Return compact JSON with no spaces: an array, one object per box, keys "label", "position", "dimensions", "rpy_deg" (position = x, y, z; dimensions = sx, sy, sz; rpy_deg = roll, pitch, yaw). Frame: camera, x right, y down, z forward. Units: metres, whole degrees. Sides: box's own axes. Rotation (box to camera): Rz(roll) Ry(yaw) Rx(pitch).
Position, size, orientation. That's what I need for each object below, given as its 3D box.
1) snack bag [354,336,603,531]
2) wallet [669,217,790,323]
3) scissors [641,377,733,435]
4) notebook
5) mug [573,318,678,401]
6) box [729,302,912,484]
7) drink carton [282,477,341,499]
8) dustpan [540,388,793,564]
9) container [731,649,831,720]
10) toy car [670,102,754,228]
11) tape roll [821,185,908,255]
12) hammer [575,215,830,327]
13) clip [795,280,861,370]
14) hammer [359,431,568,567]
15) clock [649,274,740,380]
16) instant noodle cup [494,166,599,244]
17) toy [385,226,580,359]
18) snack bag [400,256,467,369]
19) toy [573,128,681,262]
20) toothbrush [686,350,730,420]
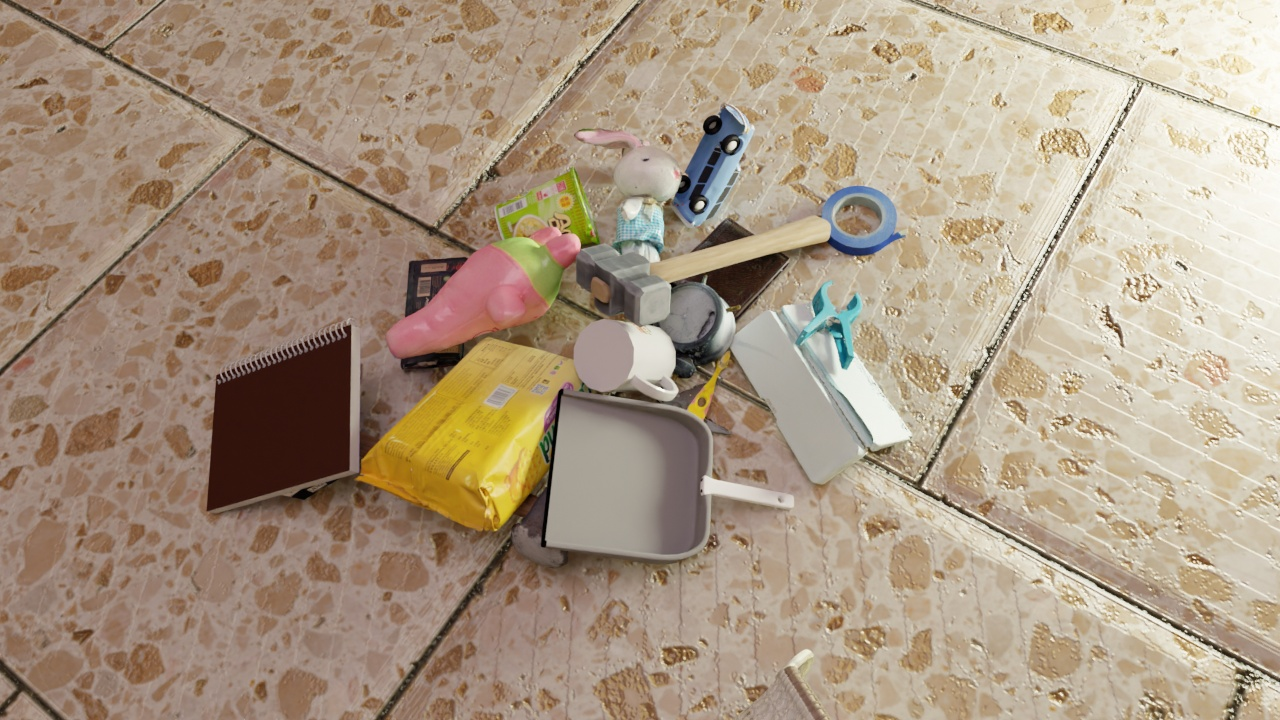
[{"label":"snack bag","position":[-0.159,0.066,0.956],"dimensions":[0.160,0.068,0.246],"rpy_deg":[17,45,22]},{"label":"wallet","position":[0.105,-0.107,1.095],"dimensions":[0.099,0.031,0.119],"rpy_deg":[38,70,19]},{"label":"scissors","position":[-0.005,0.066,1.013],"dimensions":[0.202,0.015,0.203],"rpy_deg":[24,59,17]},{"label":"notebook","position":[-0.388,0.061,0.995],"dimensions":[0.210,0.022,0.171],"rpy_deg":[-17,66,24]},{"label":"mug","position":[-0.006,0.006,0.975],"dimensions":[0.105,0.089,0.074],"rpy_deg":[44,109,24]},{"label":"box","position":[0.194,0.029,1.008],"dimensions":[0.125,0.075,0.197],"rpy_deg":[-15,61,-24]},{"label":"drink carton","position":[-0.374,0.084,1.016],"dimensions":[0.064,0.040,0.130],"rpy_deg":[-30,60,19]},{"label":"dustpan","position":[0.035,0.126,0.933],"dimensions":[0.257,0.033,0.163],"rpy_deg":[13,64,-18]},{"label":"container","position":[0.151,0.381,0.744],"dimensions":[0.143,0.184,0.246],"rpy_deg":[-34,62,-2]},{"label":"toy car","position":[0.089,-0.234,1.110],"dimensions":[0.054,0.154,0.056],"rpy_deg":[0,43,-38]},{"label":"tape roll","position":[0.266,-0.171,1.121],"dimensions":[0.091,0.016,0.093],"rpy_deg":[-23,62,-7]},{"label":"hammer","position":[0.087,-0.116,1.028],"dimensions":[0.322,0.051,0.117],"rpy_deg":[-19,37,-31]},{"label":"clip","position":[0.201,-0.052,1.026],"dimensions":[0.113,0.028,0.126],"rpy_deg":[36,42,5]},{"label":"hammer","position":[-0.198,0.127,0.977],"dimensions":[0.329,0.052,0.097],"rpy_deg":[15,45,20]},{"label":"clock","position":[0.049,-0.032,1.035],"dimensions":[0.129,0.052,0.090],"rpy_deg":[-46,62,1]},{"label":"instant noodle cup","position":[-0.115,-0.173,1.118],"dimensions":[0.108,0.099,0.098],"rpy_deg":[-17,61,4]},{"label":"toy","position":[-0.173,-0.069,1.020],"dimensions":[0.236,0.192,0.097],"rpy_deg":[-33,108,-11]},{"label":"snack bag","position":[-0.247,-0.059,1.106],"dimensions":[0.074,0.018,0.155],"rpy_deg":[-4,62,3]},{"label":"toy","position":[0.001,-0.195,1.096],"dimensions":[0.106,0.131,0.205],"rpy_deg":[-22,66,34]},{"label":"toothbrush","position":[0.071,0.040,1.014],"dimensions":[0.021,0.016,0.135],"rpy_deg":[29,58,2]}]
